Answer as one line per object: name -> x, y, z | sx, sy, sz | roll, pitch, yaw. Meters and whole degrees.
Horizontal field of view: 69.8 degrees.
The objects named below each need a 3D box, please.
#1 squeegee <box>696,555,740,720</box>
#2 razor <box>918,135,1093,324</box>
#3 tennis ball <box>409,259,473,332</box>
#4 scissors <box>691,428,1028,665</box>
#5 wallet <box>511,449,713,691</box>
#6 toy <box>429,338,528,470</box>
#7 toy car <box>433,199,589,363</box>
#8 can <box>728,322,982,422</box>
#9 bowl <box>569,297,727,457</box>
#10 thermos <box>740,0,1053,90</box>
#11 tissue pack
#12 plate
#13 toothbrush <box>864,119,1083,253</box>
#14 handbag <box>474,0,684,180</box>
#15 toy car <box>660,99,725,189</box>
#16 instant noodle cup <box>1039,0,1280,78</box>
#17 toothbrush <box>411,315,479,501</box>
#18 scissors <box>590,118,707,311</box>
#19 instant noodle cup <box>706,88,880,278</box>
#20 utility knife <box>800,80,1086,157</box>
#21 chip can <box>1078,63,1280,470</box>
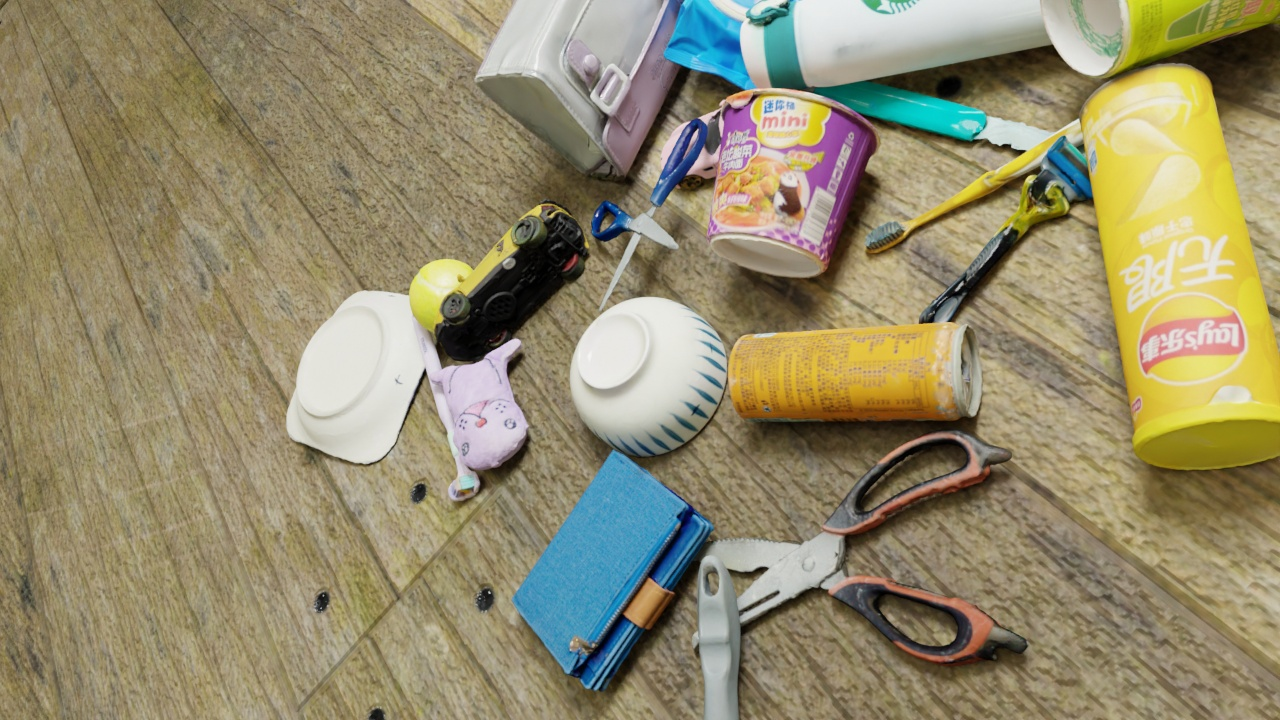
squeegee -> 0.046, 0.237, 0.519 | 0.248, 0.040, 0.249 | -8, 64, 18
razor -> 0.224, -0.070, 0.570 | 0.042, 0.022, 0.143 | 40, 97, -4
tennis ball -> -0.166, -0.054, 0.790 | 0.066, 0.065, 0.065 | -15, 60, 27
scissors -> 0.123, 0.117, 0.543 | 0.227, 0.015, 0.189 | 21, 83, 39
wallet -> -0.022, 0.137, 0.616 | 0.106, 0.040, 0.133 | 33, 89, 48
toy -> -0.122, 0.038, 0.732 | 0.084, 0.039, 0.108 | -25, 54, 7
toy car -> -0.109, -0.064, 0.753 | 0.156, 0.071, 0.041 | -46, 52, 7
can -> 0.129, 0.009, 0.567 | 0.146, 0.058, 0.058 | -3, 66, 32
bowl -> -0.004, 0.004, 0.653 | 0.117, 0.066, 0.116 | -15, 60, 27
thermos -> 0.181, -0.233, 0.627 | 0.225, 0.073, 0.073 | -4, 65, 23
tissue pack -> 0.086, -0.290, 0.725 | 0.095, 0.052, 0.157 | 24, 79, -1
plate -> -0.266, 0.006, 0.847 | 0.164, 0.034, 0.164 | 10, 73, 36
toothbrush -> 0.228, -0.119, 0.585 | 0.192, 0.018, 0.016 | -29, 65, 25
handbag -> -0.026, -0.268, 0.752 | 0.099, 0.145, 0.196 | 14, 75, 42
toy car -> 0.068, -0.174, 0.715 | 0.123, 0.037, 0.056 | -14, 58, 29
instant noodle cup -> 0.300, -0.219, 0.513 | 0.123, 0.112, 0.111 | -25, 54, -1
toothbrush -> -0.168, 0.031, 0.770 | 0.029, 0.021, 0.189 | -30, 58, 10
scissors -> 0.004, -0.114, 0.699 | 0.162, 0.012, 0.173 | -55, 27, 5
instant noodle cup -> 0.097, -0.115, 0.627 | 0.112, 0.111, 0.099 | 12, 83, 37
utility knife -> 0.202, -0.169, 0.637 | 0.223, 0.013, 0.029 | 30, 88, 39
chip can -> 0.285, -0.052, 0.488 | 0.072, 0.072, 0.213 | -11, 60, 29
